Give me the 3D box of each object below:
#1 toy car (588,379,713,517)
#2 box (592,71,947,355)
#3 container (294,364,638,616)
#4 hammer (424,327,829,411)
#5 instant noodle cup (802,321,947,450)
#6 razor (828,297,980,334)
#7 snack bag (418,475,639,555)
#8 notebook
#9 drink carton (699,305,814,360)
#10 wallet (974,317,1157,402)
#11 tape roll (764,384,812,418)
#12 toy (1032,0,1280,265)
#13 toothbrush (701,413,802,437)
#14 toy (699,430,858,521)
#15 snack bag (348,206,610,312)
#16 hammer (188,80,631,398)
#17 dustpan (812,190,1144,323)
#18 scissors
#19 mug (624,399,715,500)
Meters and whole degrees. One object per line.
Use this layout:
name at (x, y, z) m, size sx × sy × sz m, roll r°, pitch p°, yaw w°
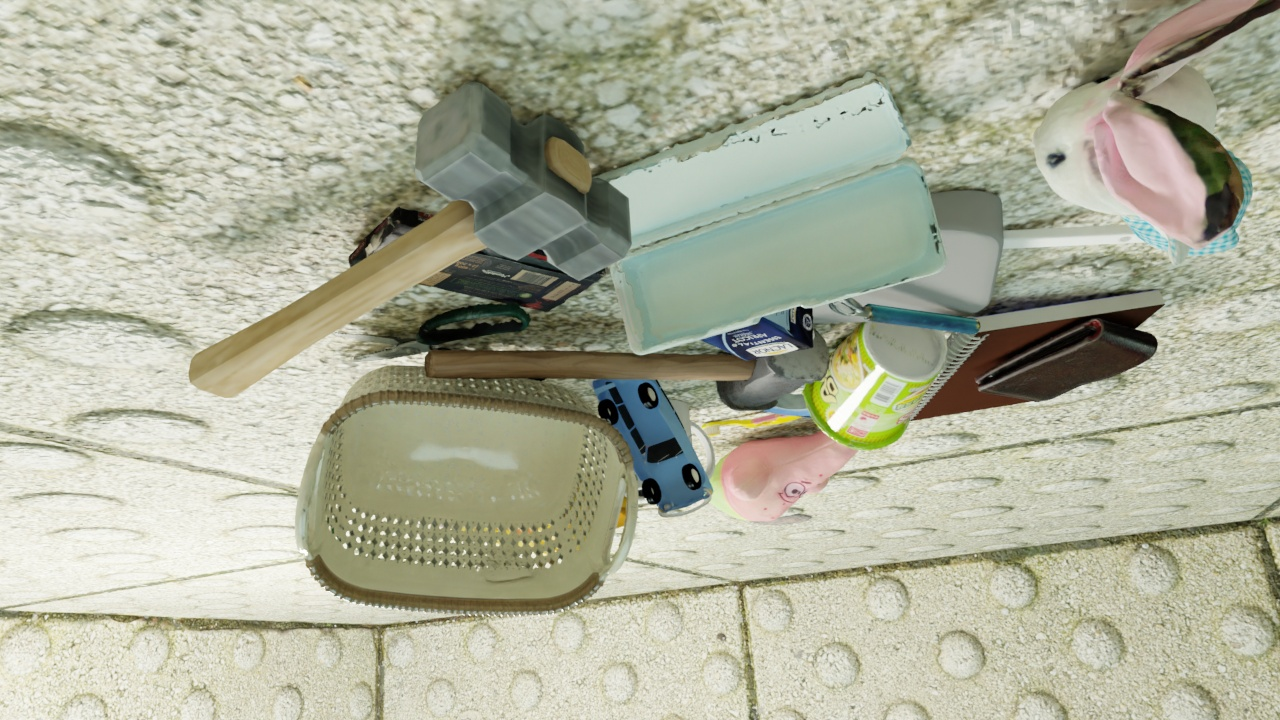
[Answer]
toy car at (0.012, 0.069, 0.829) m, size 0.056 × 0.153 × 0.054 m, roll -24°, pitch -169°, yaw 23°
box at (0.060, -0.075, 0.522) m, size 0.198 × 0.075 × 0.125 m, roll -16°, pitch 138°, yaw 26°
container at (-0.137, 0.096, 0.731) m, size 0.246 × 0.185 × 0.142 m, roll 9°, pitch -161°, yaw -16°
hammer at (-0.004, 0.004, 0.727) m, size 0.327 × 0.052 × 0.098 m, roll 1°, pitch 160°, yaw -25°
instant noodle cup at (0.200, 0.010, 0.765) m, size 0.099 × 0.098 × 0.108 m, roll -1°, pitch 153°, yaw -11°
razor at (0.185, -0.034, 0.658) m, size 0.143 × 0.022 × 0.042 m, roll 11°, pitch 163°, yaw -21°
snack bag at (-0.138, 0.140, 0.932) m, size 0.247 × 0.068 × 0.159 m, roll 10°, pitch -179°, yaw 17°
notebook at (0.336, 0.003, 0.834) m, size 0.171 × 0.022 × 0.209 m, roll -8°, pitch 157°, yaw -6°
drink carton at (0.062, -0.038, 0.644) m, size 0.064 × 0.040 × 0.130 m, roll -11°, pitch 157°, yaw 42°
wallet at (0.365, 0.004, 0.787) m, size 0.099 × 0.031 × 0.120 m, roll 10°, pitch 150°, yaw -36°
tape roll at (0.146, 0.029, 0.877) m, size 0.091 × 0.016 × 0.093 m, roll 10°, pitch 156°, yaw -4°
toy at (0.262, -0.110, 0.473) m, size 0.106 × 0.131 × 0.205 m, roll 20°, pitch -177°, yaw 30°
toothbrush at (0.131, 0.067, 1.009) m, size 0.136 × 0.016 × 0.021 m, roll -12°, pitch 155°, yaw 21°
toy at (0.170, 0.135, 1.104) m, size 0.237 × 0.096 × 0.191 m, roll -31°, pitch 157°, yaw 37°
snack bag at (-0.104, -0.061, 0.597) m, size 0.155 × 0.018 × 0.075 m, roll 12°, pitch 155°, yaw -37°
hammer at (-0.161, -0.043, 0.536) m, size 0.324 × 0.051 × 0.117 m, roll -23°, pitch 146°, yaw 31°
dustpan at (0.210, -0.070, 0.632) m, size 0.258 × 0.033 × 0.163 m, roll -1°, pitch 162°, yaw 17°
scissors at (-0.136, -0.007, 0.736) m, size 0.202 × 0.015 × 0.204 m, roll -8°, pitch 163°, yaw 32°
mug at (0.030, 0.095, 0.957) m, size 0.105 × 0.089 × 0.074 m, roll 5°, pitch 158°, yaw -26°
